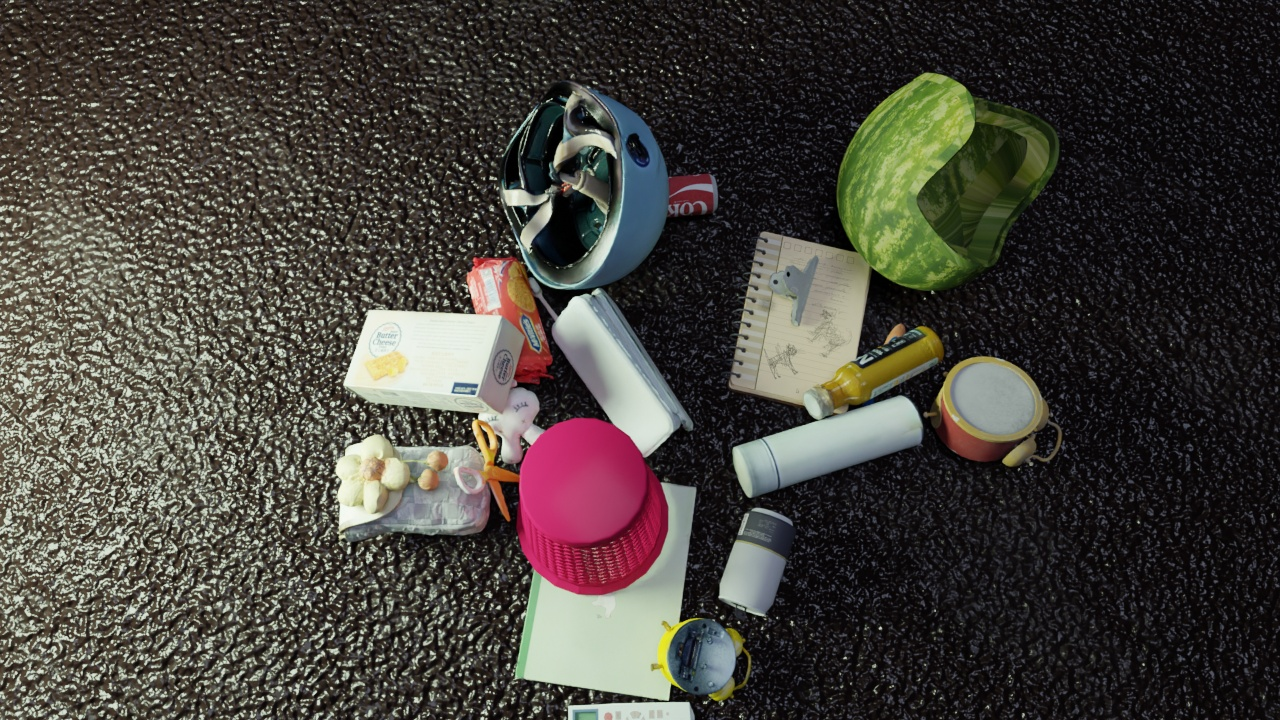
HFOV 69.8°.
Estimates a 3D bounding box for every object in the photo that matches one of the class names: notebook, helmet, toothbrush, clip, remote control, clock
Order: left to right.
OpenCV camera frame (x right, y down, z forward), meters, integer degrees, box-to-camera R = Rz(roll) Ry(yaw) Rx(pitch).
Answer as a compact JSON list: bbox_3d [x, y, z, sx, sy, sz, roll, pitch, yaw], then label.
[{"bbox_3d":[-0.094,-0.035,1.184,0.015,0.018,0.181,-34,78,-11],"label":"toothbrush"},{"bbox_3d":[-0.054,-0.208,1.143,0.166,0.226,0.265,8,56,-39],"label":"helmet"},{"bbox_3d":[-0.038,0.262,1.097,0.182,0.010,0.252,8,72,0],"label":"notebook"},{"bbox_3d":[-0.010,0.415,1.041,0.143,0.024,0.049,0,73,-5],"label":"remote control"},{"bbox_3d":[0.074,0.341,1.048,0.118,0.057,0.083,19,69,-11],"label":"clock"},{"bbox_3d":[0.198,-0.100,1.187,0.054,0.038,0.101,22,71,-11],"label":"clip"},{"bbox_3d":[0.207,-0.052,1.200,0.167,0.024,0.225,14,72,0],"label":"notebook"},{"bbox_3d":[0.315,0.010,1.192,0.021,0.017,0.134,27,71,2],"label":"toothbrush"},{"bbox_3d":[0.361,-0.218,1.150,0.212,0.243,0.247,8,110,-34],"label":"helmet"},{"bbox_3d":[0.440,0.074,1.140,0.159,0.081,0.116,27,62,15],"label":"clock"}]

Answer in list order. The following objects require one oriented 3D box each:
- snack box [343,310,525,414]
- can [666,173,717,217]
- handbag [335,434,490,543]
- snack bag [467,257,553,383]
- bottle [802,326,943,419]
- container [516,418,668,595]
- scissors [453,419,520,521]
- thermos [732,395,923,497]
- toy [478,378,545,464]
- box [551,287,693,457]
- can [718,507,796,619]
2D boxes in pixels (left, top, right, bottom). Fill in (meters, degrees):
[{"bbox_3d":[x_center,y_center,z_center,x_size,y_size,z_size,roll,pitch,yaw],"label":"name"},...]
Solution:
[{"bbox_3d":[-0.248,0.000,1.100,0.208,0.057,0.104,4,69,27],"label":"snack box"},{"bbox_3d":[0.052,-0.220,1.230,0.096,0.054,0.054,-6,73,-5],"label":"can"},{"bbox_3d":[-0.261,0.145,1.064,0.171,0.124,0.112,0,61,-7],"label":"handbag"},{"bbox_3d":[-0.168,-0.050,1.157,0.082,0.082,0.176,-15,74,-8],"label":"snack bag"},{"bbox_3d":[0.290,0.017,1.148,0.186,0.053,0.053,-25,75,-15],"label":"bottle"},{"bbox_3d":[-0.057,0.154,1.006,0.183,0.226,0.183,0,71,0],"label":"container"},{"bbox_3d":[-0.178,0.132,1.069,0.011,0.128,0.125,-18,94,27],"label":"scissors"},{"bbox_3d":[0.229,0.105,1.130,0.230,0.068,0.068,-16,74,-7],"label":"thermos"},{"bbox_3d":[-0.157,0.066,1.110,0.076,0.037,0.125,-22,104,7],"label":"toy"},{"bbox_3d":[0.000,0.003,1.140,0.109,0.108,0.216,-28,78,-39],"label":"box"},{"bbox_3d":[0.136,0.243,1.082,0.064,0.064,0.127,21,73,4],"label":"can"}]
